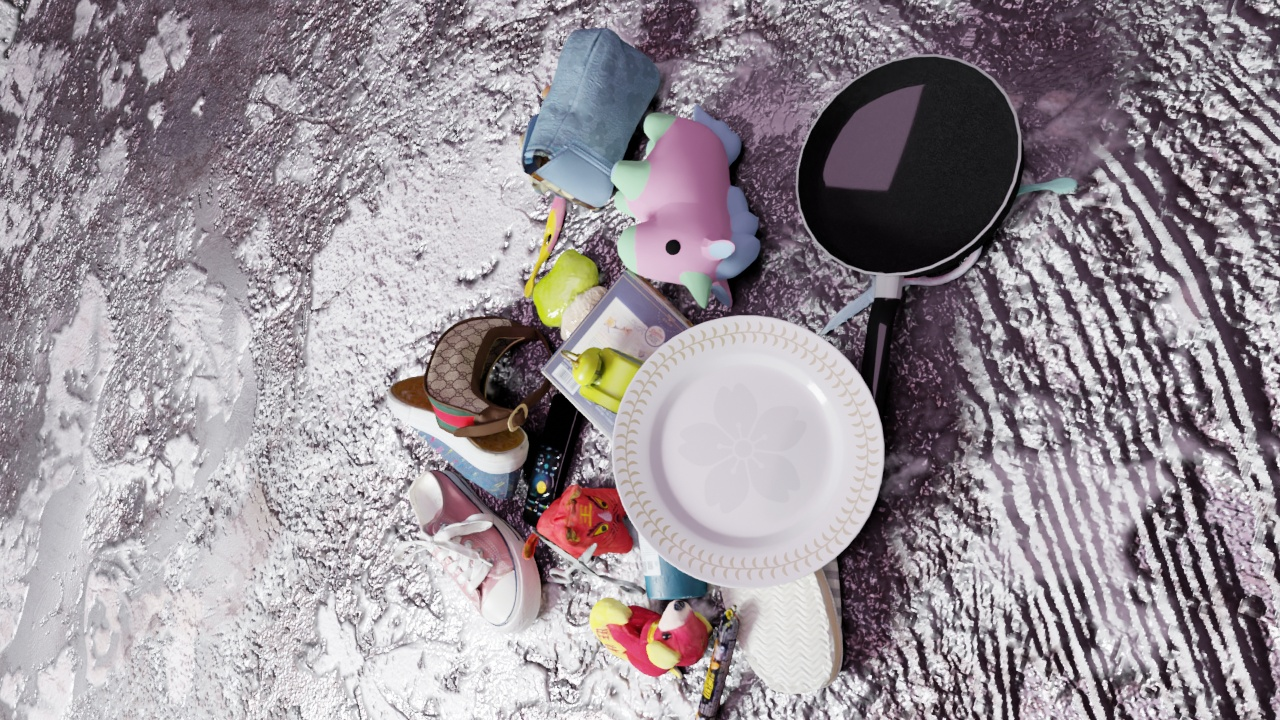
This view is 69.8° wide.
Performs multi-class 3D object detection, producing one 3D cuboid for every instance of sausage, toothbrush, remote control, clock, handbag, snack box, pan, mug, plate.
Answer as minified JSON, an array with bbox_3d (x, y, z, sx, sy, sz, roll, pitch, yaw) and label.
[{"bbox_3d":[0.070,0.293,0.851,0.020,0.020,0.155,26,115,35],"label":"sausage"},{"bbox_3d":[-0.113,-0.138,1.103,0.021,0.016,0.135,15,85,37],"label":"toothbrush"},{"bbox_3d":[-0.098,0.114,1.031,0.041,0.020,0.152,14,88,34],"label":"remote control"},{"bbox_3d":[-0.026,0.021,0.893,0.119,0.083,0.057,25,95,0],"label":"clock"},{"bbox_3d":[0.318,-0.151,0.822,0.135,0.017,0.022,1,80,36],"label":"toothbrush"},{"bbox_3d":[-0.069,-0.276,1.044,0.119,0.121,0.192,20,90,45],"label":"handbag"},{"bbox_3d":[-0.006,0.006,0.955,0.144,0.042,0.145,44,104,12],"label":"snack box"},{"bbox_3d":[0.232,-0.099,0.831,0.204,0.044,0.355,5,85,35],"label":"pan"},{"bbox_3d":[0.032,0.170,0.901,0.078,0.078,0.121,-9,78,31],"label":"mug"},{"bbox_3d":[-0.170,0.018,1.044,0.138,0.063,0.166,-3,43,10],"label":"handbag"},{"bbox_3d":[0.093,0.080,0.823,0.243,0.016,0.242,-2,82,14],"label":"plate"}]

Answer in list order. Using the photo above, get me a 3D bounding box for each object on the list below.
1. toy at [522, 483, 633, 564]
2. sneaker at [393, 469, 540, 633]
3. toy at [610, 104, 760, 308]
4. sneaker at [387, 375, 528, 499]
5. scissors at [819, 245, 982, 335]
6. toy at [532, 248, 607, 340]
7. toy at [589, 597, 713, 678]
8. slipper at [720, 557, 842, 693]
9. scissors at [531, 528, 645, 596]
[{"bbox_3d":[-0.083,0.170,0.963,0.133,0.094,0.088,-23,67,29],"label":"toy"},{"bbox_3d":[-0.203,0.208,1.035,0.241,0.087,0.118,43,103,34],"label":"sneaker"},{"bbox_3d":[0.057,-0.166,0.945,0.171,0.120,0.221,24,68,15],"label":"toy"},{"bbox_3d":[-0.215,0.088,1.092,0.236,0.087,0.079,26,128,38],"label":"sneaker"},{"bbox_3d":[0.242,-0.082,0.856,0.169,0.014,0.170,-4,77,33],"label":"scissors"},{"bbox_3d":[-0.072,-0.066,1.041,0.092,0.043,0.118,-47,61,12],"label":"toy"},{"bbox_3d":[0.011,0.270,0.885,0.138,0.105,0.067,-15,30,45],"label":"toy"},{"bbox_3d":[0.121,0.166,0.853,0.115,0.054,0.272,-24,71,30],"label":"slipper"},{"bbox_3d":[-0.065,0.212,0.939,0.175,0.141,0.014,-37,27,56],"label":"scissors"}]
